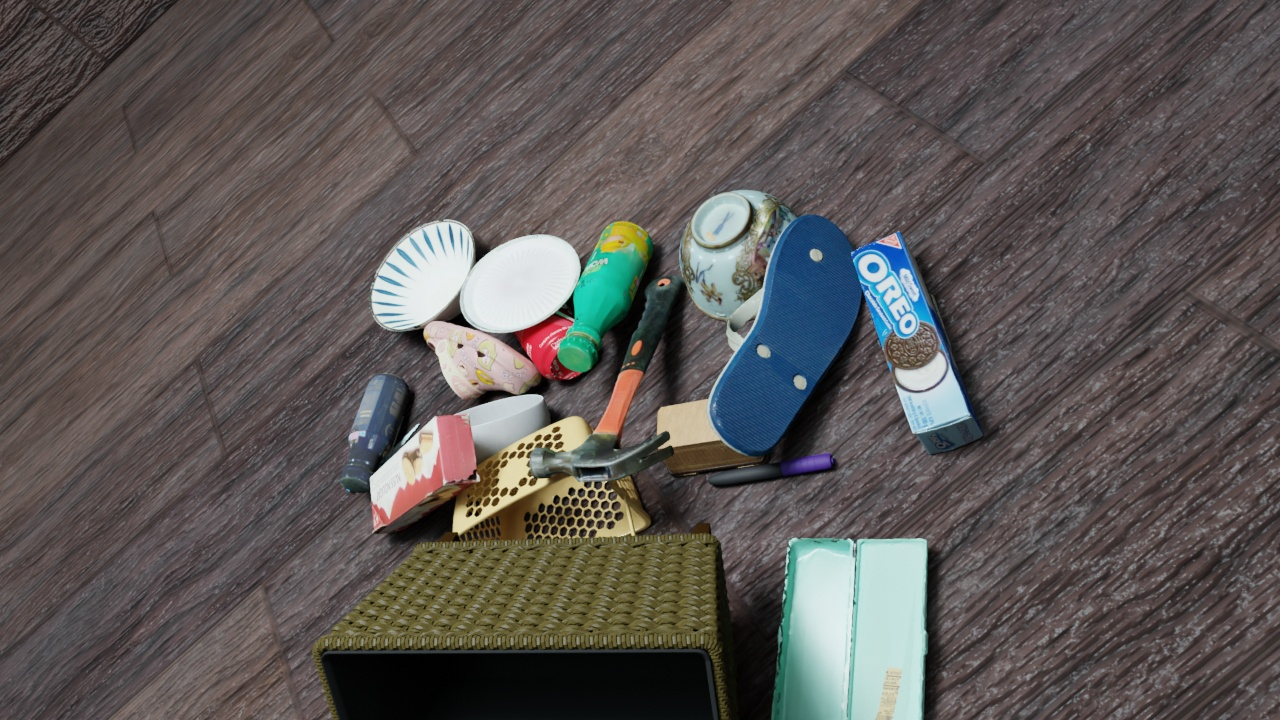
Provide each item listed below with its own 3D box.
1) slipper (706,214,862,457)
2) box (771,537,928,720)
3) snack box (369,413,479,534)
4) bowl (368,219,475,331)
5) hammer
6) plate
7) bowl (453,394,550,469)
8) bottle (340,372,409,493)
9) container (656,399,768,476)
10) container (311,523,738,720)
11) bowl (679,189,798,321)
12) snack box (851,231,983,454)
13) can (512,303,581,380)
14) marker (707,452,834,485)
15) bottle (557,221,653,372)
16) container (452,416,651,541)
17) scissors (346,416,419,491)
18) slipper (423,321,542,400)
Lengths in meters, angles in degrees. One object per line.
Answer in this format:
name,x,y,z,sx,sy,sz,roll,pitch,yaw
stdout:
slipper,0.148,-0.024,0.953,0.294,0.118,0.060,-59,6,-27
box,0.186,0.248,0.811,0.136,0.033,0.186,-4,61,29
snack box,-0.250,0.133,1.026,0.274,0.044,0.076,-33,63,54
bowl,-0.283,-0.102,1.269,0.178,0.071,0.177,-15,56,23
hammer,-0.006,0.006,0.988,0.133,0.033,0.332,-3,37,19
plate,-0.147,-0.092,1.122,0.157,0.014,0.156,-10,51,13
bowl,-0.167,0.090,1.064,0.132,0.131,0.064,-10,100,25
bottle,-0.345,0.093,1.188,0.056,0.056,0.160,-11,50,25
container,0.070,0.077,0.960,0.114,0.061,0.063,-11,58,25
container,-0.071,0.253,0.794,0.321,0.176,0.204,-4,20,13
bowl,0.107,-0.134,1.042,0.160,0.094,0.159,-15,56,23
snack box,0.269,-0.021,0.904,0.059,0.059,0.226,-23,53,22
can,-0.117,-0.041,1.131,0.074,0.074,0.142,-42,50,3
marker,0.131,0.112,0.934,0.134,0.015,0.018,-13,29,24
bottle,-0.044,-0.075,1.079,0.068,0.068,0.209,-5,44,28
container,-0.097,0.170,0.962,0.184,0.129,0.166,-28,43,13
scissors,-0.325,0.133,1.195,0.133,0.015,0.104,-47,46,-7
slipper,-0.213,0.007,1.151,0.197,0.093,0.081,20,75,39
